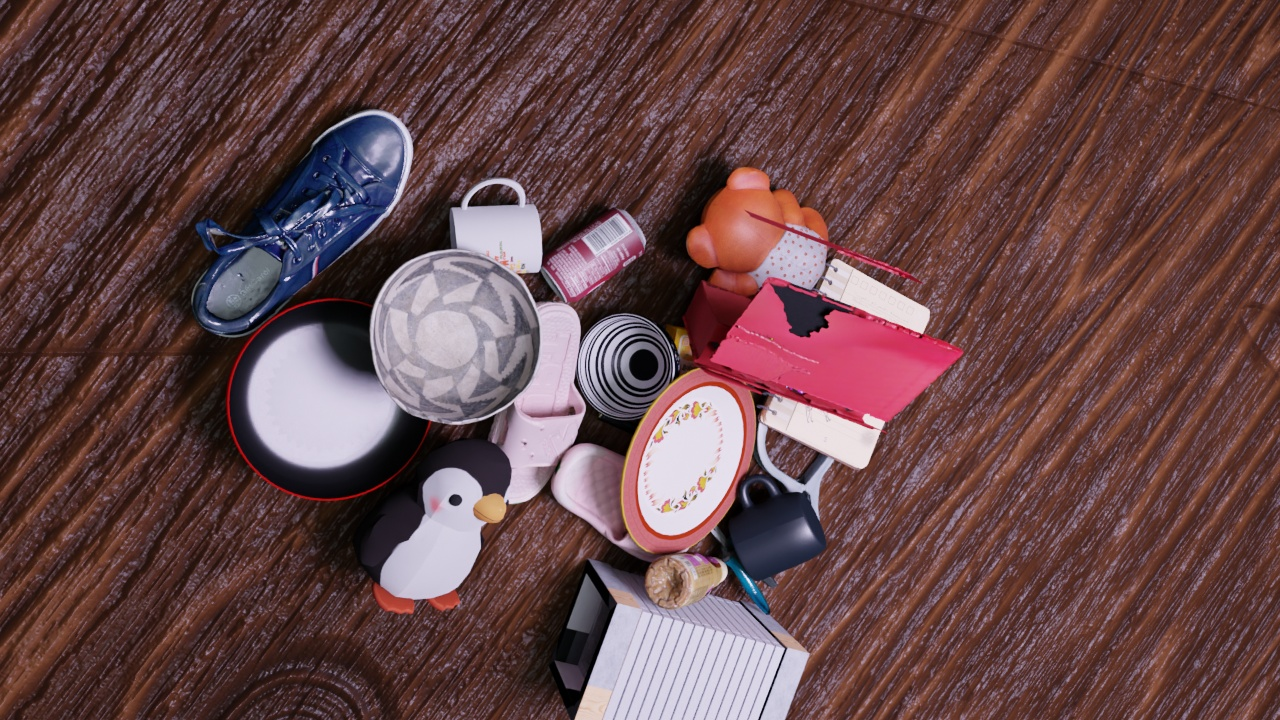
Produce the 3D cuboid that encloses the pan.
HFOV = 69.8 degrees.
[{"bbox_3d":[-0.259,0.033,0.998,0.355,0.067,0.209,-7,98,-32],"label":"pan"}]

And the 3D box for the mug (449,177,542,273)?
[{"bbox_3d":[-0.158,-0.144,0.992,0.089,0.073,0.105,-5,111,-15],"label":"mug"}]

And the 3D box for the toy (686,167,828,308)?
[{"bbox_3d":[0.136,-0.138,1.080,0.172,0.093,0.164,34,90,-30],"label":"toy"}]

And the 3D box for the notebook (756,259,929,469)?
[{"bbox_3d":[0.253,0.004,1.145,0.167,0.024,0.225,26,83,-15],"label":"notebook"}]

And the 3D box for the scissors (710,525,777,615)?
[{"bbox_3d":[0.130,0.258,1.152,0.122,0.019,0.148,7,59,-53],"label":"scissors"}]

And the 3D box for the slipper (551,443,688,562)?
[{"bbox_3d":[-0.012,0.168,1.079,0.221,0.056,0.106,36,83,-33],"label":"slipper"}]

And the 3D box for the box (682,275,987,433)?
[{"bbox_3d":[0.172,0.002,0.949,0.211,0.318,0.121,20,89,-12],"label":"box"}]

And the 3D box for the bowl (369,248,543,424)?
[{"bbox_3d":[-0.197,-0.024,0.953,0.178,0.081,0.178,0,91,-25],"label":"bowl"}]

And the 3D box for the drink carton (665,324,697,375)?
[{"bbox_3d":[0.054,0.023,1.100,0.058,0.040,0.122,8,96,-17],"label":"drink carton"}]

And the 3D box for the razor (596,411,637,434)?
[{"bbox_3d":[0.011,0.093,1.109,0.144,0.022,0.043,27,117,-13],"label":"razor"}]

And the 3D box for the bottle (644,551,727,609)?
[{"bbox_3d":[0.062,0.255,1.084,0.060,0.166,0.059,-3,82,24],"label":"bottle"}]

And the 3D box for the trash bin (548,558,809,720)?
[{"bbox_3d":[0.042,0.357,1.092,0.246,0.142,0.142,19,92,-18],"label":"trash bin"}]

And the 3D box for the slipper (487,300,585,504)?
[{"bbox_3d":[-0.108,0.054,1.024,0.094,0.064,0.239,4,105,-37],"label":"slipper"}]

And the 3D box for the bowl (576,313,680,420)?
[{"bbox_3d":[-0.006,0.006,1.058,0.120,0.066,0.120,1,92,22],"label":"bowl"}]

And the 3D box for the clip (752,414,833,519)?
[{"bbox_3d":[0.226,0.123,1.172,0.158,0.030,0.174,-25,105,-10],"label":"clip"}]

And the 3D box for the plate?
[{"bbox_3d":[0.055,0.114,1.063,0.229,0.021,0.230,-20,119,-41],"label":"plate"}]

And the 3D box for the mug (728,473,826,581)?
[{"bbox_3d":[0.161,0.196,1.121,0.095,0.085,0.121,-27,87,16],"label":"mug"}]

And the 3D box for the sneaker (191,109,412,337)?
[{"bbox_3d":[-0.342,-0.141,0.920,0.120,0.127,0.294,43,83,-18],"label":"sneaker"}]

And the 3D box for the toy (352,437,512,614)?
[{"bbox_3d":[-0.217,0.155,0.986,0.184,0.140,0.159,-52,150,12],"label":"toy"}]

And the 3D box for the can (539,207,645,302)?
[{"bbox_3d":[-0.054,-0.118,1.036,0.114,0.063,0.063,-36,106,-8],"label":"can"}]
